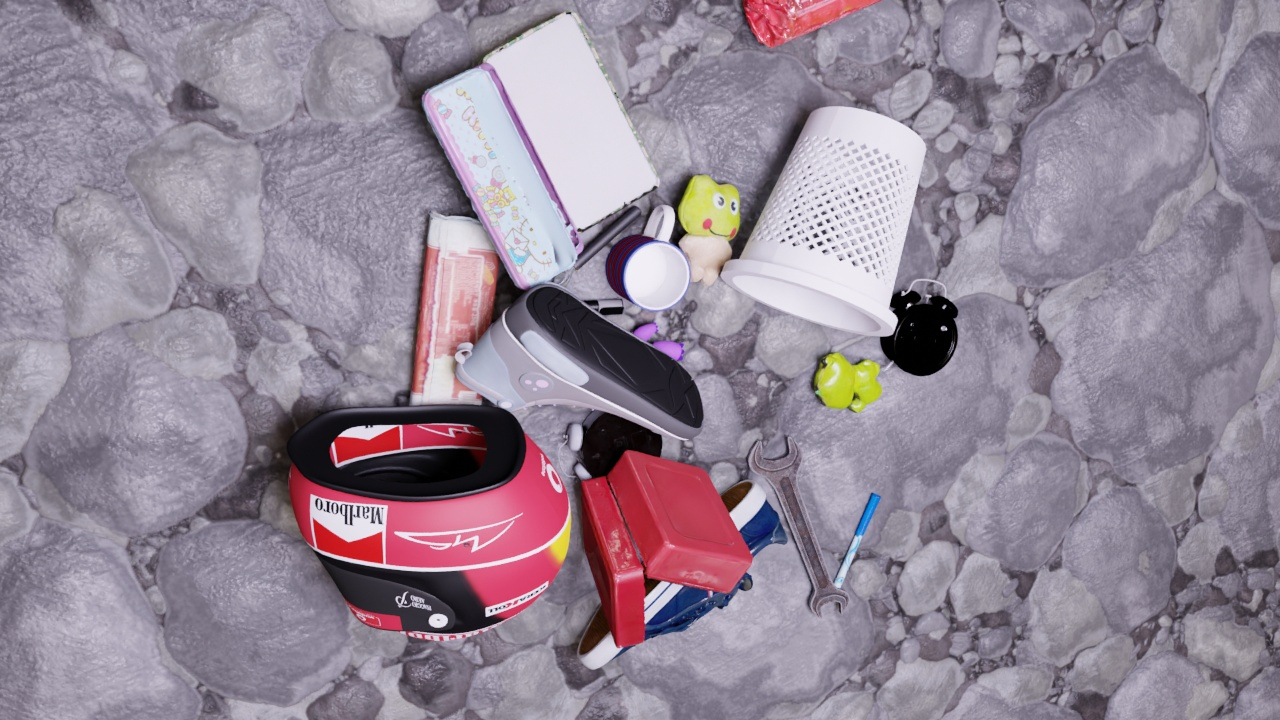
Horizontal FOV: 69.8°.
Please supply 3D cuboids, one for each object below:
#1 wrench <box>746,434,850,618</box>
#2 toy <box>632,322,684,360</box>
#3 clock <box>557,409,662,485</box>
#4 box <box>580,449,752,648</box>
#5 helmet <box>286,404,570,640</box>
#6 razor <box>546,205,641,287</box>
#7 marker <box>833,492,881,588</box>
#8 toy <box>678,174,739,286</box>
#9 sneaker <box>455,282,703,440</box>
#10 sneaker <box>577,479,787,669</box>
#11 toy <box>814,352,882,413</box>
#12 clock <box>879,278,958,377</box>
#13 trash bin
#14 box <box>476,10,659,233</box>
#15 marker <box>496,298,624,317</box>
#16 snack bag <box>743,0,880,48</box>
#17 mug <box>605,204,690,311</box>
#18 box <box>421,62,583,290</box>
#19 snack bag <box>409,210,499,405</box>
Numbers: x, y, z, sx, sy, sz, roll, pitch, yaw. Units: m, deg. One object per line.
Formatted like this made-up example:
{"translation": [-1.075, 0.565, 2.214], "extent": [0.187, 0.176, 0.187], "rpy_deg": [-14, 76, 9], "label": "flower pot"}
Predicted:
{"translation": [0.205, 0.214, 1.165], "extent": [0.070, 0.010, 0.273], "rpy_deg": [-25, 107, -7], "label": "wrench"}
{"translation": [-0.006, 0.006, 1.033], "extent": [0.088, 0.056, 0.106], "rpy_deg": [16, 86, -17], "label": "toy"}
{"translation": [-0.035, 0.099, 1.057], "extent": [0.122, 0.035, 0.094], "rpy_deg": [-18, 108, -11], "label": "clock"}
{"translation": [0.025, 0.192, 1.005], "extent": [0.165, 0.157, 0.152], "rpy_deg": [-14, 131, -10], "label": "box"}
{"translation": [-0.207, 0.172, 0.932], "extent": [0.271, 0.197, 0.225], "rpy_deg": [0, 121, -8], "label": "helmet"}
{"translation": [-0.054, -0.120, 1.002], "extent": [0.144, 0.022, 0.043], "rpy_deg": [-43, 91, -6], "label": "razor"}
{"translation": [0.281, 0.240, 1.200], "extent": [0.013, 0.013, 0.142], "rpy_deg": [19, 97, -20], "label": "marker"}
{"translation": [0.075, -0.142, 1.014], "extent": [0.092, 0.043, 0.118], "rpy_deg": [6, 94, -49], "label": "toy"}
{"translation": [-0.064, 0.032, 0.968], "extent": [0.256, 0.092, 0.161], "rpy_deg": [34, 130, -31], "label": "sneaker"}
{"translation": [0.060, 0.281, 1.096], "extent": [0.294, 0.121, 0.127], "rpy_deg": [-39, 98, -8], "label": "sneaker"}
{"translation": [0.254, 0.028, 1.128], "extent": [0.093, 0.036, 0.094], "rpy_deg": [-24, 115, -16], "label": "toy"}
{"translation": [0.345, -0.041, 1.134], "extent": [0.091, 0.042, 0.121], "rpy_deg": [7, 101, -18], "label": "clock"}
{"translation": [0.213, -0.154, 1.002], "extent": [0.195, 0.196, 0.199], "rpy_deg": [21, 86, -21], "label": "trash bin"}
{"translation": [-0.073, -0.244, 0.956], "extent": [0.117, 0.050, 0.205], "rpy_deg": [-34, 111, -9], "label": "box"}
{"translation": [-0.088, -0.057, 1.013], "extent": [0.140, 0.016, 0.016], "rpy_deg": [-4, 104, -16], "label": "marker"}
{"translation": [0.194, -0.398, 0.984], "extent": [0.176, 0.082, 0.082], "rpy_deg": [-26, 109, -9], "label": "snack bag"}
{"translation": [0.011, -0.114, 0.997], "extent": [0.075, 0.076, 0.112], "rpy_deg": [11, 100, -19], "label": "mug"}
{"translation": [-0.145, -0.176, 0.911], "extent": [0.092, 0.090, 0.214], "rpy_deg": [-39, 114, -30], "label": "box"}
{"translation": [-0.197, -0.042, 0.972], "extent": [0.077, 0.041, 0.225], "rpy_deg": [5, 100, -19], "label": "snack bag"}
